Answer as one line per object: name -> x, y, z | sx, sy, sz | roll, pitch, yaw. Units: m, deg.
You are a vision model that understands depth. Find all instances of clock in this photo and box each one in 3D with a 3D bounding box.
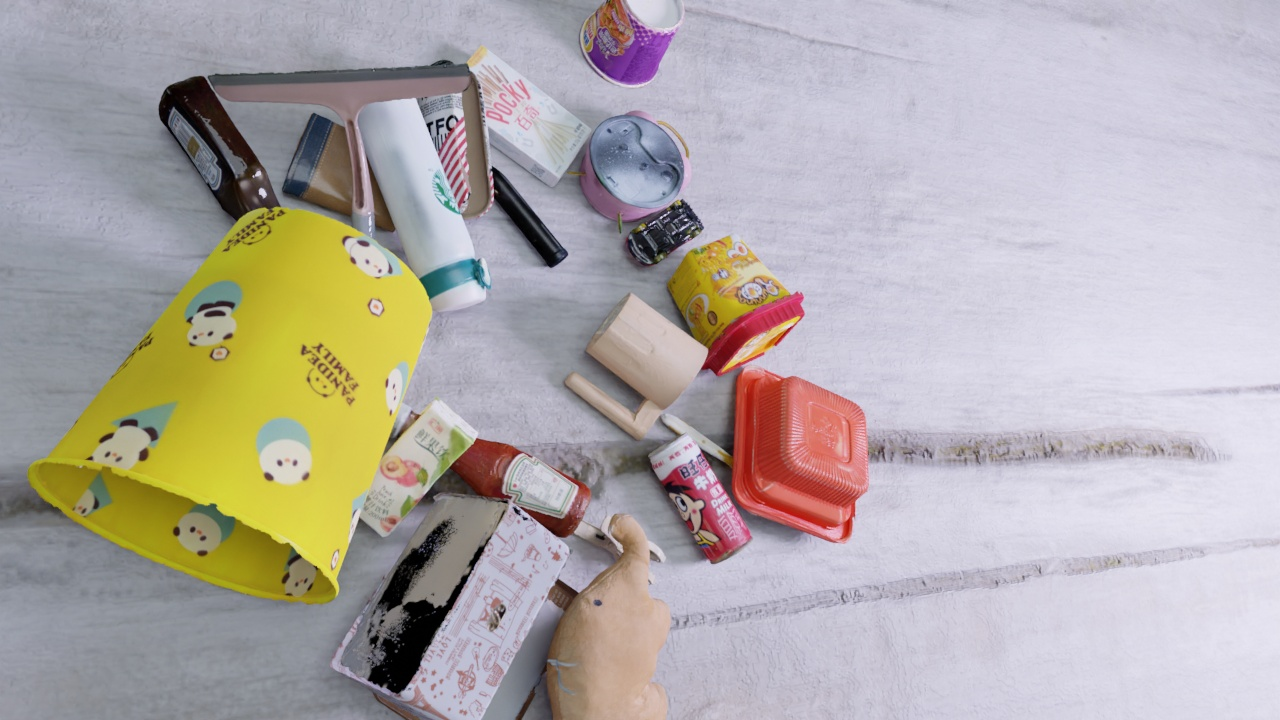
clock -> -0.002, -0.227, 1.061 | 0.117, 0.060, 0.158 | 48, 61, -3

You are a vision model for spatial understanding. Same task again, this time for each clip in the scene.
clip -> -0.018, 0.189, 0.924 | 0.097, 0.062, 0.034 | 37, 61, -22

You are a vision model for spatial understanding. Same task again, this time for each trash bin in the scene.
trash bin -> -0.301, 0.031, 0.738 | 0.229, 0.230, 0.254 | 27, 58, -16

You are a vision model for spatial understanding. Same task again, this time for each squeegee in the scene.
squeegee -> -0.266, -0.145, 0.865 | 0.248, 0.040, 0.250 | 1, 107, 8

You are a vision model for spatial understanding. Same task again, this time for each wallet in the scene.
wallet -> -0.289, -0.188, 0.922 | 0.115, 0.033, 0.090 | 20, 68, -20

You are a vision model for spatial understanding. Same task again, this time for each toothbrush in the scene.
toothbrush -> 0.100, 0.114, 1.021 | 0.191, 0.018, 0.016 | 34, 58, -9
toothbrush -> -0.154, -0.190, 0.994 | 0.212, 0.026, 0.027 | 51, 25, 0

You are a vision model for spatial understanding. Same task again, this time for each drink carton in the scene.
drink carton -> -0.205, 0.095, 0.825 | 0.053, 0.045, 0.122 | 42, 96, -9

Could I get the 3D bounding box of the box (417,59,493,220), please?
box -> -0.192, -0.227, 0.964 | 0.080, 0.075, 0.163 | -5, 85, -55

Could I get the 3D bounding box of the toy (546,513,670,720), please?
toy -> -0.026, 0.257, 0.831 | 0.143, 0.083, 0.226 | -8, 103, -54

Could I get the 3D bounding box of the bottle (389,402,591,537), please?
bottle -> -0.147, 0.102, 0.878 | 0.206, 0.060, 0.059 | 29, 62, -8

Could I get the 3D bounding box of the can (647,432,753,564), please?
can -> 0.062, 0.144, 0.968 | 0.053, 0.053, 0.132 | -30, 88, -31

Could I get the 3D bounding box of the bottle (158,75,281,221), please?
bottle -> -0.368, -0.160, 0.846 | 0.043, 0.080, 0.195 | -37, 98, -34

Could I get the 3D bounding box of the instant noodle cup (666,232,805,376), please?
instant noodle cup -> 0.101, -0.066, 1.033 | 0.116, 0.116, 0.123 | -24, 73, -30

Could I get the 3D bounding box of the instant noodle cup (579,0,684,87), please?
instant noodle cup -> -0.005, -0.401, 1.097 | 0.111, 0.099, 0.111 | 8, 69, -22

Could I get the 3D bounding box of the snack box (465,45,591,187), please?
snack box -> -0.139, -0.273, 1.028 | 0.157, 0.027, 0.084 | 35, 61, -12

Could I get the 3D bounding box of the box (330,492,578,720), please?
box -> -0.132, 0.243, 0.799 | 0.192, 0.157, 0.182 | 45, 60, -29

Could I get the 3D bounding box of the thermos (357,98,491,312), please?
thermos -> -0.213, -0.156, 0.899 | 0.073, 0.073, 0.224 | -22, 92, -31

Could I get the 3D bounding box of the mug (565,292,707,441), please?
mug -> -0.006, 0.006, 0.976 | 0.103, 0.084, 0.124 | 37, 87, -9

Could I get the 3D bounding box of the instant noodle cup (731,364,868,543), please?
instant noodle cup -> 0.186, 0.093, 1.024 | 0.164, 0.079, 0.188 | 22, 52, -22

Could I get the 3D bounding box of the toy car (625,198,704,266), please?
toy car -> 0.026, -0.146, 1.062 | 0.106, 0.031, 0.049 | -38, 91, -32
